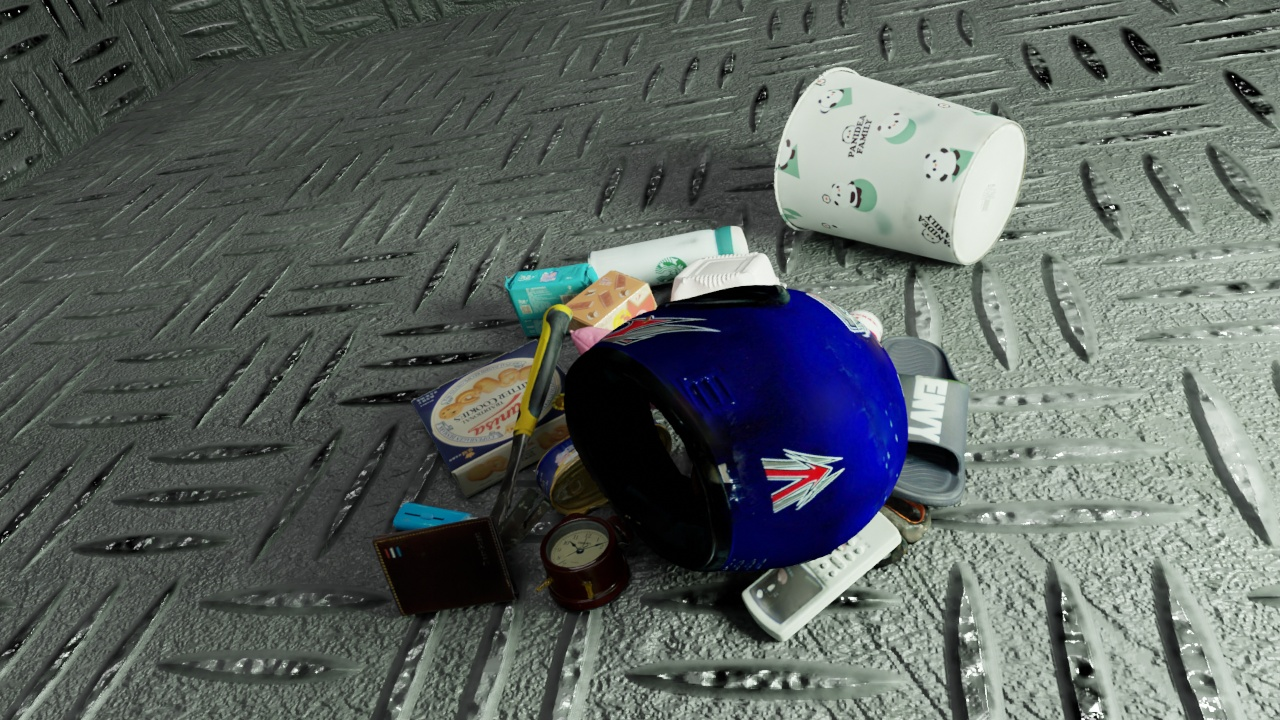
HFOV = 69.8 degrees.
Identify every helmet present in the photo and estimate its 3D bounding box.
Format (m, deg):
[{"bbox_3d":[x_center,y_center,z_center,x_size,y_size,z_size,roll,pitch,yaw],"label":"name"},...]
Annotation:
[{"bbox_3d":[0.093,0.049,0.828,0.240,0.247,0.316,-21,17,-23],"label":"helmet"}]

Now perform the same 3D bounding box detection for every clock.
[{"bbox_3d":[-0.052,0.188,0.899,0.082,0.055,0.121,1,37,22],"label":"clock"}]

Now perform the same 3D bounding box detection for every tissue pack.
[{"bbox_3d":[-0.116,-0.082,1.264,0.134,0.093,0.050,-5,41,15],"label":"tissue pack"}]

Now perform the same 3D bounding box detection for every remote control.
[{"bbox_3d":[0.161,0.186,0.823,0.150,0.021,0.058,-37,44,-11],"label":"remote control"}]

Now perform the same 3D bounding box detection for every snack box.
[{"bbox_3d":[-0.032,-0.046,1.170,0.094,0.093,0.077,-40,38,-21],"label":"snack box"},{"bbox_3d":[-0.168,0.064,1.124,0.177,0.046,0.182,-28,36,-15],"label":"snack box"}]

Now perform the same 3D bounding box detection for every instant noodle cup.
[{"bbox_3d":[0.108,-0.095,1.177,0.138,0.060,0.173,-3,19,19],"label":"instant noodle cup"}]

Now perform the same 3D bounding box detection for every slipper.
[{"bbox_3d":[0.278,0.037,0.937,0.111,0.083,0.267,9,36,9],"label":"slipper"}]

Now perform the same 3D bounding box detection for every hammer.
[{"bbox_3d":[-0.122,0.067,1.007,0.126,0.032,0.322,-25,40,39],"label":"hammer"}]

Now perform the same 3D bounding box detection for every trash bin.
[{"bbox_3d":[0.346,-0.250,1.212,0.252,0.230,0.229,26,52,38],"label":"trash bin"}]

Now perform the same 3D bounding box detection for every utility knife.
[{"bbox_3d":[-0.208,0.169,0.965,0.195,0.018,0.034,-6,40,49],"label":"utility knife"}]

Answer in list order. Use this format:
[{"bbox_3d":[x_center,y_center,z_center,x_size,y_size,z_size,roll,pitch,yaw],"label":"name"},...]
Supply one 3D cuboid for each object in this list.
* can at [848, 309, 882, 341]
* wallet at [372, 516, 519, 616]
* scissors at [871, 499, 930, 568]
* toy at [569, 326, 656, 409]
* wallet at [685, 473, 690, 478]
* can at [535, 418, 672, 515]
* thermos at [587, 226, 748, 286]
[{"bbox_3d":[0.231,-0.002,1.049,0.053,0.053,0.132,10,43,32],"label":"can"},{"bbox_3d":[-0.190,0.202,0.900,0.122,0.096,0.020,-11,22,7],"label":"wallet"},{"bbox_3d":[0.166,0.122,0.899,0.235,0.022,0.142,16,51,24],"label":"scissors"},{"bbox_3d":[-0.006,0.006,1.041,0.178,0.075,0.194,23,14,10],"label":"toy"},{"bbox_3d":[0.100,0.131,0.939,0.115,0.033,0.090,-25,39,-14],"label":"wallet"},{"bbox_3d":[-0.040,0.107,0.990,0.148,0.075,0.049,-29,34,-15],"label":"can"},{"bbox_3d":[0.041,-0.142,1.307,0.224,0.073,0.073,-10,35,8],"label":"thermos"}]
